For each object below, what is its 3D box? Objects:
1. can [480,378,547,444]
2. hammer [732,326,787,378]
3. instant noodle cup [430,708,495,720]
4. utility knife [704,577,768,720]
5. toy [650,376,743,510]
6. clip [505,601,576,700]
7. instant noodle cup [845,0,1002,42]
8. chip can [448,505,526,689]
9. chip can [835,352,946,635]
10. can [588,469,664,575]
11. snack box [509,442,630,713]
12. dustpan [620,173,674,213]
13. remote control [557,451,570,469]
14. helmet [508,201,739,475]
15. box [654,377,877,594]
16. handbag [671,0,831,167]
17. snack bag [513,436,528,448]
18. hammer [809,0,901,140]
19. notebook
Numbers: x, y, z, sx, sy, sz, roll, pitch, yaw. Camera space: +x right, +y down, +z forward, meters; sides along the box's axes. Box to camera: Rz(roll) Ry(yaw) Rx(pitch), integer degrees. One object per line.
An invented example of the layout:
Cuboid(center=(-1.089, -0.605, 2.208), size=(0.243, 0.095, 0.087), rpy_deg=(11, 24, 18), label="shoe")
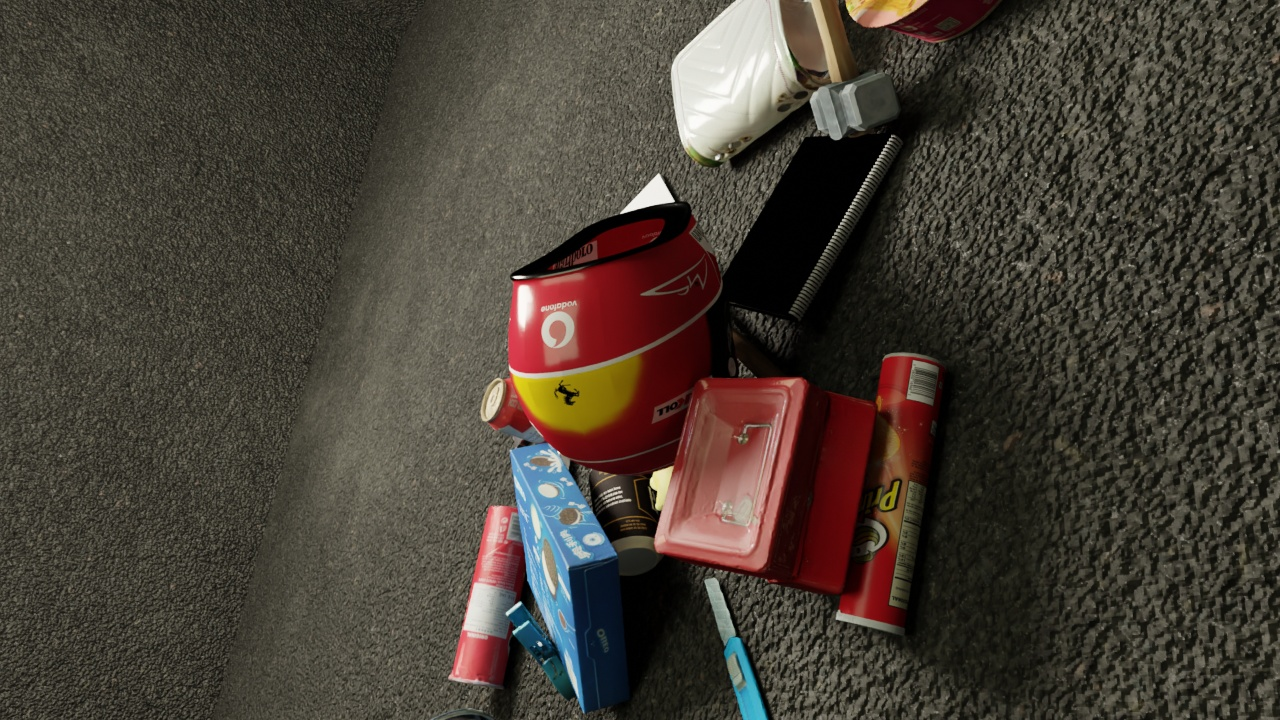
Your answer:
Cuboid(center=(-0.109, 0.074, 1.132), size=(0.068, 0.170, 0.067), rpy_deg=(-37, 41, 42), label="can")
Cuboid(center=(0.079, -0.042, 1.001), size=(0.328, 0.098, 0.052), rpy_deg=(47, 122, 49), label="hammer")
Cuboid(center=(-0.213, 0.506, 1.086), size=(0.137, 0.137, 0.112), rpy_deg=(-61, 39, 13), label="instant noodle cup")
Cuboid(center=(0.090, 0.287, 0.828), size=(0.031, 0.015, 0.224), rpy_deg=(-48, 34, 24), label="utility knife")
Cuboid(center=(0.068, 0.096, 0.935), size=(0.155, 0.064, 0.170), rpy_deg=(-45, 37, 27), label="toy")
Cuboid(center=(-0.100, 0.339, 1.024), size=(0.031, 0.130, 0.121), rpy_deg=(-32, 50, -6), label="clip")
Cuboid(center=(0.286, -0.381, 0.865), size=(0.179, 0.077, 0.178), rpy_deg=(-39, 41, 44), label="instant noodle cup")
Cuboid(center=(-0.193, 0.311, 1.222), size=(0.073, 0.073, 0.232), rpy_deg=(-19, 55, 53), label="chip can")
Cuboid(center=(0.199, 0.103, 0.725), size=(0.052, 0.051, 0.214), rpy_deg=(-8, 65, 57), label="chip can")
Cuboid(center=(-0.017, 0.169, 1.020), size=(0.072, 0.072, 0.128), rpy_deg=(-48, 35, 32), label="can")
Cuboid(center=(-0.081, 0.229, 1.009), size=(0.239, 0.056, 0.196), rpy_deg=(-131, 33, -57), label="snack box")
Cuboid(center=(-0.023, -0.106, 1.260), size=(0.258, 0.053, 0.191), rpy_deg=(-44, 36, 18), label="dustpan")
Cuboid(center=(-0.114, 0.123, 1.257), size=(0.050, 0.024, 0.143), rpy_deg=(-43, 37, 37), label="remote control")
Cuboid(center=(-0.008, -0.010, 0.875), size=(0.198, 0.225, 0.270), rpy_deg=(-9, 18, 26), label="helmet")
Cuboid(center=(0.128, 0.107, 0.747), size=(0.147, 0.156, 0.157), rpy_deg=(-2, 68, 53), label="box")
Cuboid(center=(0.132, -0.332, 1.075), size=(0.199, 0.096, 0.141), rpy_deg=(-27, 63, 49), label="handbag")
Cuboid(center=(-0.150, 0.058, 1.364), size=(0.155, 0.018, 0.074), rpy_deg=(-52, 34, 27), label="snack bag")
Cuboid(center=(0.165, -0.371, 0.868), size=(0.051, 0.323, 0.117), rpy_deg=(-21, 15, -3), label="hammer")
Cuboid(center=(0.165, -0.140, 0.936), size=(0.206, 0.016, 0.149), rpy_deg=(-59, 29, -4), label="notebook")
